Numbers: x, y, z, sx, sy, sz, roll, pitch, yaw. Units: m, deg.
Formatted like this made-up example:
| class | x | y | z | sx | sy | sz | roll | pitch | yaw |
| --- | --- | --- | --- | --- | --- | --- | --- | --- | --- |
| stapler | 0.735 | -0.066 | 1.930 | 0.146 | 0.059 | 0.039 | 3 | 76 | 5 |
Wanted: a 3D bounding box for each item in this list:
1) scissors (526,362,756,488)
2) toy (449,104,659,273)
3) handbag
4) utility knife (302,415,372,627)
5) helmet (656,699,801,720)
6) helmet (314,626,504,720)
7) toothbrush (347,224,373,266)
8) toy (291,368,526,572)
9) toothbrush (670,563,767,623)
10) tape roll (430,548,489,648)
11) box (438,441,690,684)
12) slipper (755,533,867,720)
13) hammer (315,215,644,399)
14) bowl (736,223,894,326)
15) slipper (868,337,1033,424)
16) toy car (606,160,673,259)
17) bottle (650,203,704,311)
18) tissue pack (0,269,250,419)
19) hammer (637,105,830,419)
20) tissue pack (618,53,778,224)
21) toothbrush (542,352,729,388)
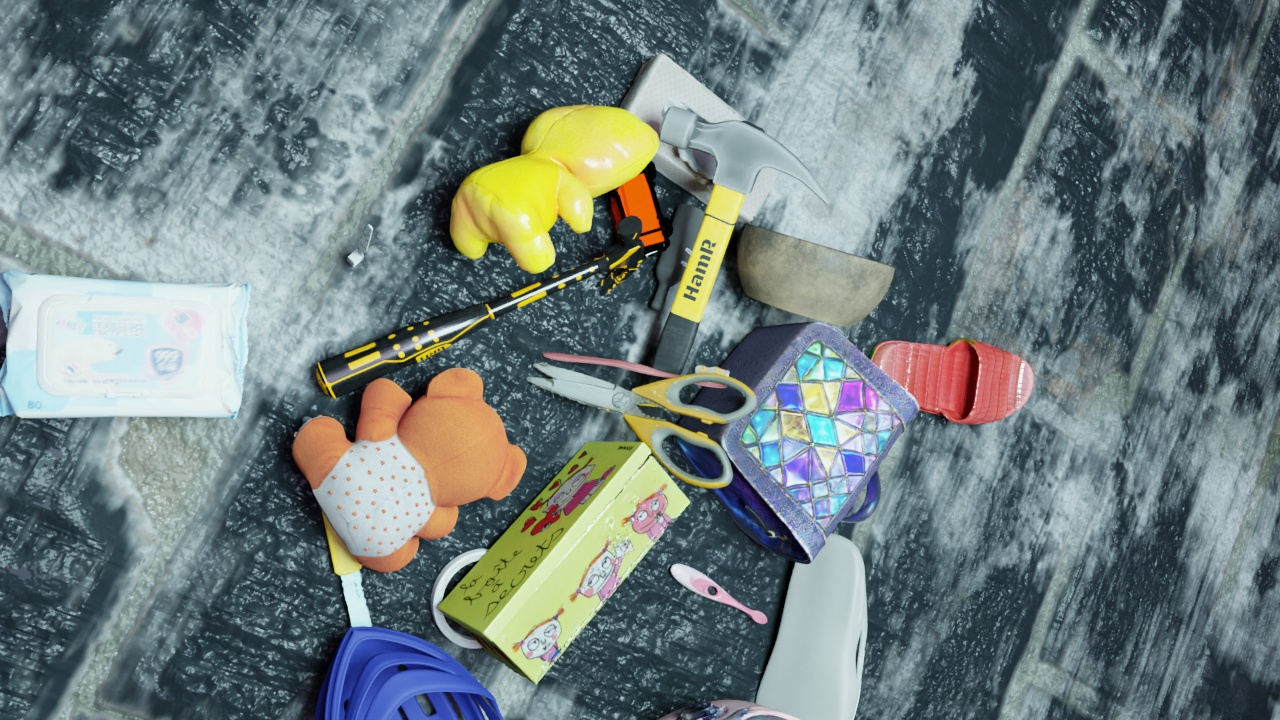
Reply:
| class | x | y | z | sx | sy | sz | roll | pitch | yaw |
| --- | --- | --- | --- | --- | --- | --- | --- | --- | --- |
| scissors | -0.007 | 0.054 | 0.877 | 0.228 | 0.016 | 0.134 | 8 | 81 | 10 |
| toy | -0.087 | -0.170 | 0.831 | 0.193 | 0.135 | 0.087 | -46 | 134 | -26 |
| handbag | 0.174 | 0.087 | 0.969 | 0.222 | 0.126 | 0.204 | 45 | 73 | -17 |
| utility knife | -0.269 | 0.155 | 0.820 | 0.030 | 0.019 | 0.218 | -12 | 91 | -22 |
| helmet | 0.071 | 0.448 | 0.909 | 0.255 | 0.153 | 0.230 | -32 | 97 | -15 |
| helmet | -0.167 | 0.338 | 0.758 | 0.147 | 0.228 | 0.241 | -29 | 104 | -32 |
| toothbrush | -0.228 | -0.092 | 0.744 | 0.010 | 0.182 | 0.010 | -45 | 103 | -15 |
| toy | -0.199 | 0.092 | 0.814 | 0.172 | 0.093 | 0.164 | -31 | 107 | -16 |
| toothbrush | 0.084 | 0.253 | 0.992 | 0.135 | 0.016 | 0.021 | 34 | 77 | -20 |
| tape roll | -0.154 | 0.228 | 0.879 | 0.093 | 0.013 | 0.093 | 0 | 91 | -26 |
| box | -0.071 | 0.178 | 0.847 | 0.220 | 0.125 | 0.082 | -45 | 108 | -22 |
| slipper | 0.203 | 0.323 | 1.006 | 0.080 | 0.113 | 0.265 | 14 | 86 | -45 |
| hammer | -0.140 | -0.043 | 0.844 | 0.320 | 0.123 | 0.036 | -25 | 75 | -13 |
| bowl | 0.174 | -0.086 | 0.950 | 0.162 | 0.162 | 0.070 | 12 | 101 | -25 |
| slipper | 0.387 | 0.025 | 1.106 | 0.248 | 0.059 | 0.103 | 5 | 89 | -24 |
| toy car | -0.006 | -0.152 | 0.920 | 0.051 | 0.049 | 0.100 | -20 | 99 | -23 |
| bottle | 0.035 | -0.104 | 0.951 | 0.030 | 0.030 | 0.113 | 23 | 81 | -24 |
| tissue pack | -0.407 | -0.010 | 0.723 | 0.181 | 0.070 | 0.112 | 2 | 91 | -25 |
| hammer | 0.058 | -0.070 | 0.891 | 0.170 | 0.034 | 0.325 | 22 | 109 | 8 |
| tissue pack | 0.064 | -0.221 | 0.945 | 0.181 | 0.071 | 0.103 | 34 | 76 | -26 |
| toothbrush | -0.005 | 0.005 | 0.897 | 0.184 | 0.015 | 0.016 | 8 | 119 | 5 |
